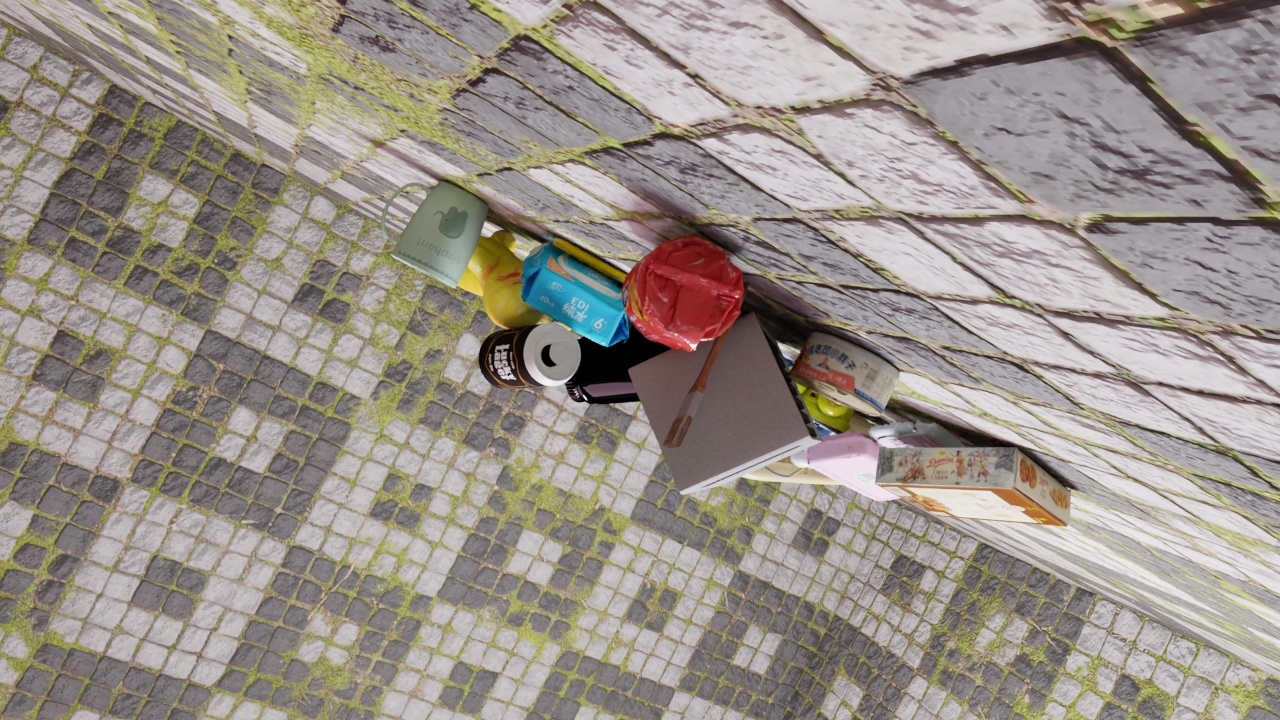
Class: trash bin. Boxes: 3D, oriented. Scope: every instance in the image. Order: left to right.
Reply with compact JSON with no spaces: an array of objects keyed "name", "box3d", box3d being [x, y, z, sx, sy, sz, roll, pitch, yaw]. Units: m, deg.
[{"name":"trash bin","box3d":[0.088,0.045,0.853,0.114,0.114,0.228,67,-170,10]}]

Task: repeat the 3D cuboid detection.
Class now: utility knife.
[{"name":"utility knife","box3d":[-0.039,-0.103,1.034,0.159,0.017,0.030,31,168,-12]}]

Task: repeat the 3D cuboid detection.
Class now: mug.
[{"name":"mug","box3d":[-0.238,-0.153,1.049,0.111,0.104,0.084,27,178,-20]}]

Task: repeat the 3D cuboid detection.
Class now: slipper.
[{"name":"slipper","box3d":[0.228,0.101,1.167,0.261,0.079,0.111,-1,-142,-18]}]

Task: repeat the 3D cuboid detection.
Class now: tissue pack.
[{"name":"tissue pack","box3d":[-0.069,-0.078,1.053,0.144,0.062,0.092,30,-158,-13]}]

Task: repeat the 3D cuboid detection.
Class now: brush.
[{"name":"brush","box3d":[0.054,0.003,0.721,0.008,0.143,0.045,26,169,-4]}]

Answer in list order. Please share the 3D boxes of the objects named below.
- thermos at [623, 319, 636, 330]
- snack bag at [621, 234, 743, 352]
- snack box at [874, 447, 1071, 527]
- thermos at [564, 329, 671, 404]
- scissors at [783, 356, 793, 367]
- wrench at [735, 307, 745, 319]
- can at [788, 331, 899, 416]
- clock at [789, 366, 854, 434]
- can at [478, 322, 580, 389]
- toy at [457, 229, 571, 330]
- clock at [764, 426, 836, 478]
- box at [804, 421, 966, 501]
[{"name":"thermos","box3d":[0.057,0.002,1.158,0.221,0.098,0.098,35,178,3]},{"name":"snack bag","box3d":[0.028,-0.048,0.701,0.082,0.082,0.176,28,178,-5]},{"name":"snack box","box3d":[0.338,0.128,0.933,0.147,0.041,0.143,-4,156,44]},{"name":"thermos","box3d":[-0.006,0.006,1.083,0.199,0.086,0.086,-5,165,20]},{"name":"scissors","box3d":[0.135,-0.015,1.015,0.118,0.013,0.140,30,176,-1]},{"name":"wrench","box3d":[0.089,-0.032,0.941,0.073,0.018,0.273,25,173,22]},{"name":"can","box3d":[0.174,0.012,0.786,0.086,0.043,0.086,27,177,1]},{"name":"clock","box3d":[0.197,0.043,1.014,0.083,0.057,0.119,27,178,26]},{"name":"can","box3d":[-0.130,-0.004,1.059,0.072,0.071,0.129,29,161,-32]},{"name":"toy","box3d":[-0.172,-0.096,1.144,0.194,0.087,0.134,41,-164,29]},{"name":"clock","box3d":[0.189,0.081,1.100,0.089,0.125,0.052,27,172,30]},{"name":"box","box3d":[0.291,0.113,1.030,0.153,0.037,0.201,-14,153,34]}]
